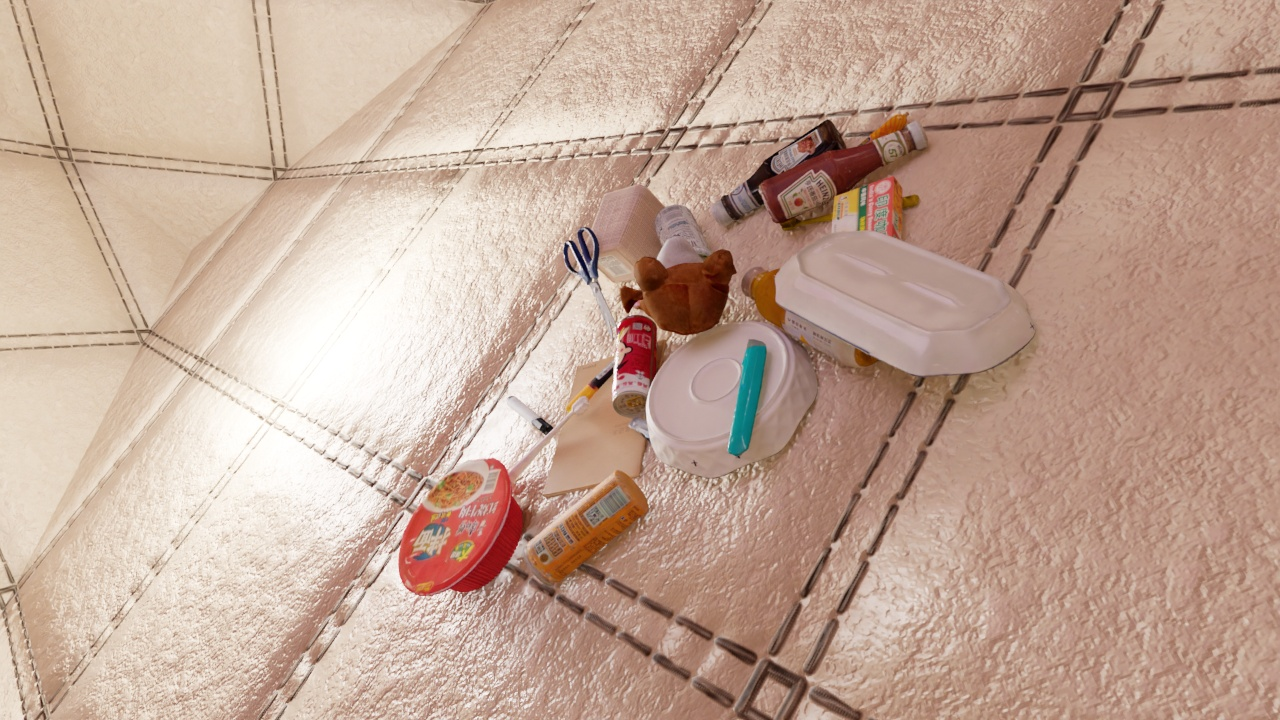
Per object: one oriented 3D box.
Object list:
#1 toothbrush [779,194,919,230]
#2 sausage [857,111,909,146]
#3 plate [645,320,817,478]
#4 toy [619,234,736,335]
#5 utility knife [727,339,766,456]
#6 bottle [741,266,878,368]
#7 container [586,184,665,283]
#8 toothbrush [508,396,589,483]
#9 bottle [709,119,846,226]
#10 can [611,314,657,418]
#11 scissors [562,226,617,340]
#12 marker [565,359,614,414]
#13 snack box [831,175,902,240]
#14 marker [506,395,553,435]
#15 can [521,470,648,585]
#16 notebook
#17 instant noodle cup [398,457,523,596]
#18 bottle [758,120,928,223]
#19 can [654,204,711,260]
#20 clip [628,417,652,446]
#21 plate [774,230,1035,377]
[{"bbox_3d":[0.249,-0.182,1.120,0.191,0.016,0.015,-4,51,44],"label":"toothbrush"},{"bbox_3d":[0.275,-0.258,1.167,0.165,0.021,0.021,-40,35,9],"label":"sausage"},{"bbox_3d":[0.092,0.034,1.020,0.205,0.045,0.204,-21,41,19],"label":"plate"},{"bbox_3d":[0.047,-0.091,1.109,0.140,0.199,0.130,-3,88,2],"label":"toy"},{"bbox_3d":[0.112,0.036,0.956,0.029,0.013,0.150,-11,47,33],"label":"utility knife"},{"bbox_3d":[0.183,-0.055,0.993,0.068,0.068,0.189,-50,44,-5],"label":"bottle"},{"bbox_3d":[-0.019,-0.181,1.341,0.090,0.090,0.110,-6,53,44],"label":"container"},{"bbox_3d":[-0.129,0.113,1.202,0.180,0.016,0.016,-45,34,15],"label":"toothbrush"},{"bbox_3d":[0.183,-0.244,1.232,0.195,0.044,0.079,-30,36,23],"label":"bottle"},{"bbox_3d":[-0.007,0.007,1.150,0.053,0.053,0.132,-25,40,27],"label":"can"},{"bbox_3d":[-0.072,-0.103,1.306,0.125,0.012,0.173,1,95,46],"label":"scissors"},{"bbox_3d":[-0.051,0.025,1.210,0.123,0.015,0.018,-46,37,-7],"label":"marker"},{"bbox_3d":[0.255,-0.132,1.042,0.077,0.027,0.155,-15,51,37],"label":"snack box"},{"bbox_3d":[-0.157,0.075,1.284,0.018,0.022,0.131,-56,36,-4],"label":"marker"},{"bbox_3d":[-0.062,0.189,1.034,0.146,0.058,0.058,-40,35,9],"label":"can"},{"bbox_3d":[-0.043,0.072,1.176,0.150,0.012,0.210,-18,43,33],"label":"notebook"},{"bbox_3d":[-0.216,0.219,1.161,0.194,0.066,0.193,-28,39,25],"label":"instant noodle cup"},{"bbox_3d":[0.249,-0.234,1.127,0.206,0.060,0.059,-23,39,14],"label":"bottle"},{"bbox_3d":[0.061,-0.157,1.257,0.058,0.058,0.146,-36,36,14],"label":"can"},{"bbox_3d":[0.007,0.081,1.096,0.027,0.045,0.058,-49,36,-10],"label":"clip"},{"bbox_3d":[0.252,-0.069,0.902,0.161,0.034,0.266,-30,41,-24],"label":"plate"}]
